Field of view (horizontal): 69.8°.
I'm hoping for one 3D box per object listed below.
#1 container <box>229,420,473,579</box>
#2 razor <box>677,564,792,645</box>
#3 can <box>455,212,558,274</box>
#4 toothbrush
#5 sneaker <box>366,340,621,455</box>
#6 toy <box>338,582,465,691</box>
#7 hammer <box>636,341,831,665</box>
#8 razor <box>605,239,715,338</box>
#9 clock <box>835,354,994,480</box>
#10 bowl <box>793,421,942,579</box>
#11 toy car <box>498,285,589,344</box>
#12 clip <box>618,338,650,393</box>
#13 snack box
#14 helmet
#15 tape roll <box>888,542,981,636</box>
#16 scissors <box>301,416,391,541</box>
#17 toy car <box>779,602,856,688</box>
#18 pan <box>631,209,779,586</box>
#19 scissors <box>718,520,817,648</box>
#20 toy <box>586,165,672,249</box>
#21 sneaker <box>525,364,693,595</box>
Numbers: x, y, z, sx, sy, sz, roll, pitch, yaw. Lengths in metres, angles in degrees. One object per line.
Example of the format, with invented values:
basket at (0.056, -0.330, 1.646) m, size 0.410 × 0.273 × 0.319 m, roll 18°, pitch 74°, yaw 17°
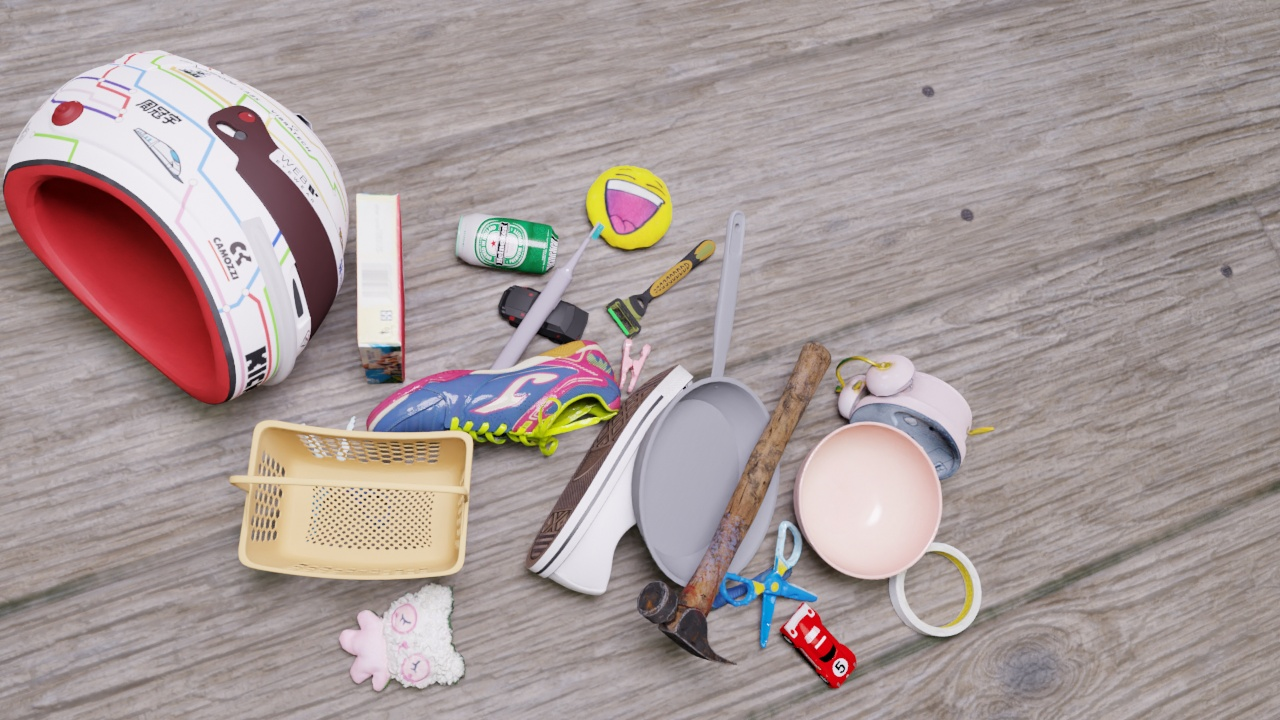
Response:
container at (-0.240, 0.122, 0.786) m, size 0.183 × 0.167 × 0.129 m, roll 4°, pitch 74°, yaw -8°
razor at (0.089, 0.234, 0.910) m, size 0.140 × 0.018 × 0.044 m, roll -20°, pitch 82°, yaw -18°
can at (-0.137, -0.120, 0.944) m, size 0.101 × 0.053 × 0.053 m, roll 8°, pitch 74°, yaw -8°
toothbrush at (-0.092, -0.058, 0.907) m, size 0.019 × 0.018 × 0.188 m, roll 36°, pitch 102°, yaw 3°
sneaker at (-0.131, 0.049, 0.867) m, size 0.241 × 0.116 × 0.091 m, roll -16°, pitch 69°, yaw -20°
toy at (-0.218, 0.259, 0.838) m, size 0.109 × 0.041 × 0.095 m, roll -13°, pitch 79°, yaw -7°
hammer at (0.112, 0.123, 0.875) m, size 0.120 × 0.033 × 0.329 m, roll 47°, pitch 61°, yaw -31°
razor at (0.028, -0.084, 0.981) m, size 0.144 × 0.021 × 0.044 m, roll -40°, pitch 103°, yaw -16°
clock at (0.266, 0.053, 0.941) m, size 0.158 × 0.117 × 0.058 m, roll 37°, pitch 61°, yaw 1°
bowl at (0.217, 0.138, 0.923) m, size 0.153 × 0.076 × 0.153 m, roll 1°, pitch 86°, yaw -10°
toy car at (-0.100, -0.049, 0.941) m, size 0.091 × 0.036 × 0.042 m, roll 21°, pitch 72°, yaw -4°
clip at (-0.013, 0.002, 0.951) m, size 0.045 × 0.023 × 0.059 m, roll 38°, pitch 71°, yaw 6°
snack box at (-0.242, -0.063, 0.862) m, size 0.040 × 0.145 × 0.142 m, roll -2°, pitch 76°, yaw -14°
helmet at (-0.376, -0.128, 0.810) m, size 0.314 × 0.232 × 0.235 m, roll 39°, pitch 45°, yaw 6°
tape roll at (0.304, 0.236, 0.947) m, size 0.094 × 0.019 × 0.094 m, roll 3°, pitch 75°, yaw -10°
scissors at (-0.283, 0.115, 0.878) m, size 0.119 × 0.014 × 0.129 m, roll 12°, pitch 71°, yaw -4°
toy car at (0.176, 0.281, 0.904) m, size 0.038 × 0.025 × 0.089 m, roll -44°, pitch 95°, yaw -18°
pan at (0.067, 0.037, 0.873) m, size 0.200 × 0.051 × 0.356 m, roll 1°, pitch 91°, yaw -45°
scissors at (0.129, 0.218, 0.904) m, size 0.125 × 0.014 × 0.130 m, roll 24°, pitch 82°, yaw -29°
toy at (-0.011, -0.165, 0.985) m, size 0.095 × 0.041 × 0.094 m, roll 20°, pitch 76°, yaw -7°
sneaker at (-0.005, 0.119, 0.891) m, size 0.097 × 0.091 × 0.244 m, roll 36°, pitch 69°, yaw -12°
